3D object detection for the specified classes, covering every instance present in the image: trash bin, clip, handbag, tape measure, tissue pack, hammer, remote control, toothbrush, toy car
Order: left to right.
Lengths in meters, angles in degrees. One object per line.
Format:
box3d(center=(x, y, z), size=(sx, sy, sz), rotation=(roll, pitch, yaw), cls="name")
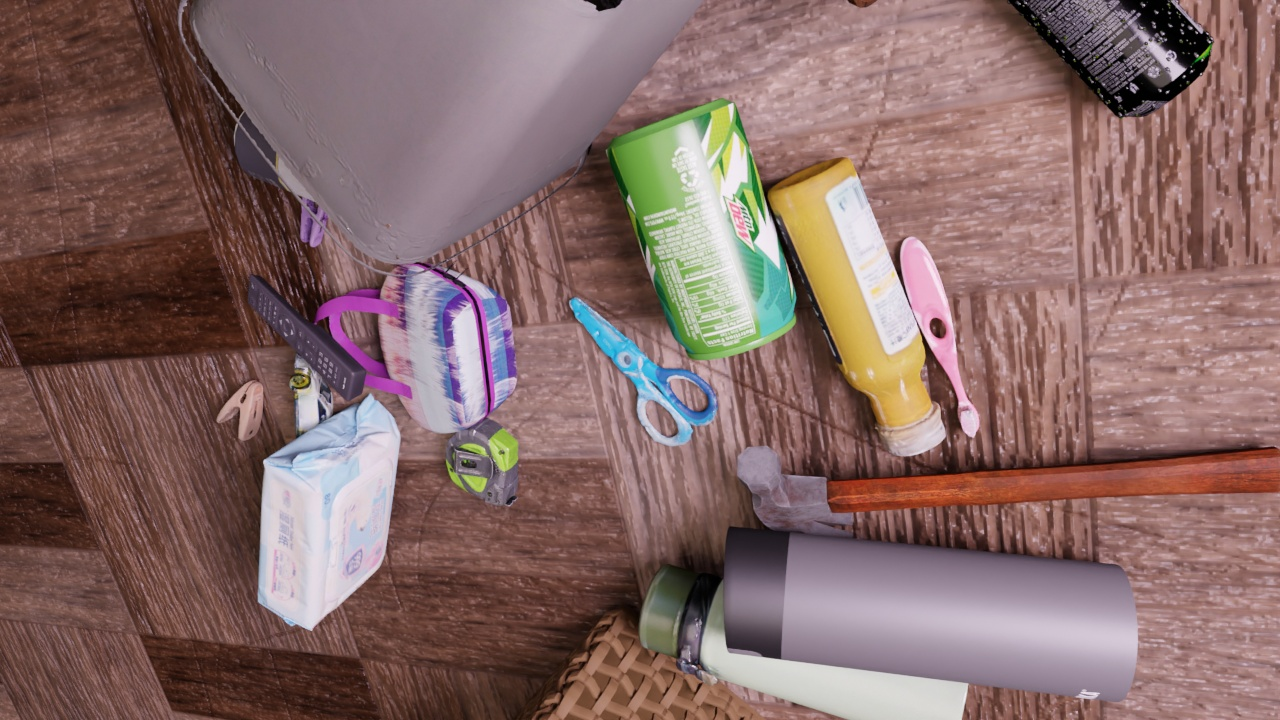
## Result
box3d(center=(-0.365, 0.041, 0.838), size=(0.039, 0.024, 0.060), rotation=(21, 109, 11), cls="clip")
box3d(center=(-0.267, -0.021, 0.730), size=(0.136, 0.015, 0.032), rotation=(40, 130, 20), cls="remote control")
box3d(center=(-0.263, -0.120, 0.729), size=(0.041, 0.014, 0.052), rotation=(45, 120, 0), cls="clip")
box3d(center=(-0.280, 0.037, 0.785), size=(0.033, 0.048, 0.106), rotation=(1, 118, -12), cls="toy car")
box3d(center=(-0.260, 0.127, 0.774), size=(0.070, 0.111, 0.182), rotation=(24, 119, 15), cls="tissue pack")
box3d(center=(-0.186, -0.014, 0.717), size=(0.170, 0.067, 0.145), rotation=(9, 116, 28), cls="handbag")
box3d(center=(-0.079, -0.189, 0.446), size=(0.197, 0.196, 0.221), rotation=(53, 143, -6), cls="trash bin")
box3d(center=(-0.129, 0.081, 0.740), size=(0.059, 0.035, 0.066), rotation=(13, 117, 19), cls="tape measure")
box3d(center=(0.187, -0.013, 0.570), size=(0.022, 0.016, 0.135), rotation=(-17, 104, 24), cls="toothbrush")
box3d(center=(0.220, 0.078, 0.566), size=(0.301, 0.028, 0.111), rotation=(-7, 146, 18), cls="hammer")

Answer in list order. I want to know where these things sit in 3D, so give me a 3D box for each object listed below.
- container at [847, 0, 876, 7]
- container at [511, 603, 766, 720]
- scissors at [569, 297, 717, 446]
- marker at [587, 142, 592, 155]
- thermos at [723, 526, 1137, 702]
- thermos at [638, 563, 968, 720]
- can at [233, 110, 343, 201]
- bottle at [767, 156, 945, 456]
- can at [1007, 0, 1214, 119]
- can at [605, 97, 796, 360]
box3d(center=(0.065, -0.273, 0.455), size=(0.167, 0.131, 0.132), rotation=(31, 121, 16), cls="container")
box3d(center=(-0.014, 0.385, 0.714), size=(0.251, 0.213, 0.220), rotation=(39, 121, 5), cls="container")
box3d(center=(-0.004, 0.004, 0.667), size=(0.135, 0.015, 0.066), rotation=(47, 122, 2), cls="scissors")
box3d(center=(-0.020, -0.201, 0.581), size=(0.019, 0.019, 0.146), rotation=(28, 120, 11), cls="marker")
box3d(center=(0.174, 0.159, 0.587), size=(0.240, 0.082, 0.082), rotation=(4, 113, 12), cls="thermos")
box3d(center=(0.112, 0.209, 0.660), size=(0.232, 0.082, 0.082), rotation=(12, 116, 19), cls="thermos")
box3d(center=(-0.229, -0.147, 0.671), size=(0.127, 0.064, 0.064), rotation=(23, 119, 14), cls="can")
box3d(center=(0.137, -0.029, 0.564), size=(0.053, 0.053, 0.186), rotation=(-18, 106, 29), cls="bottle")
box3d(center=(0.221, -0.185, 0.460), size=(0.137, 0.053, 0.054), rotation=(47, 122, 0), cls="can")
box3d(center=(0.040, -0.080, 0.568), size=(0.083, 0.082, 0.144), rotation=(-13, 106, 28), cls="can")
